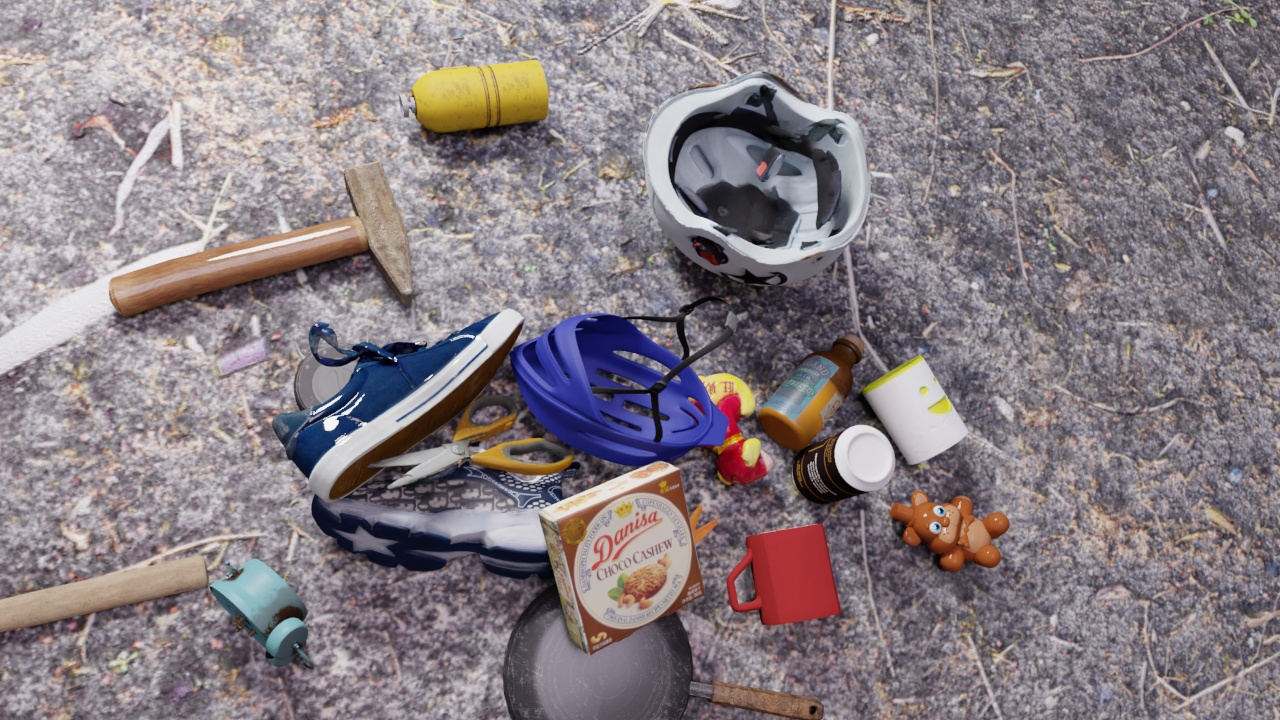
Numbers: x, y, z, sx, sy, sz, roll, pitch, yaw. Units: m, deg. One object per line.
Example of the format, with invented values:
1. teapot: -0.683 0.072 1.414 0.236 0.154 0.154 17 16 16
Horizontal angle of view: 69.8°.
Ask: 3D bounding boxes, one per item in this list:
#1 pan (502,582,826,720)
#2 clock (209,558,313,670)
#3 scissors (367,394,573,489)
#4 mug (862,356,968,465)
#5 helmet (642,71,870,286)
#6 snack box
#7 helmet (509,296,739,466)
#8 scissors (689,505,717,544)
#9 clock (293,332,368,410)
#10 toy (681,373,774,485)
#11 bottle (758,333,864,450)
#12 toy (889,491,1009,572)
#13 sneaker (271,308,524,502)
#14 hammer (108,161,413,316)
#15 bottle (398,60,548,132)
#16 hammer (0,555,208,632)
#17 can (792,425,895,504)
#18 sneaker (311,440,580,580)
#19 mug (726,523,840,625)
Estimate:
1. pan: 0.035 0.338 0.957 0.357 0.040 0.207 13 74 -9
2. clock: -0.346 0.240 0.857 0.124 0.090 0.053 44 58 1
3. scissors: -0.160 0.094 0.908 0.166 0.016 0.224 31 27 13
4. mug: 0.329 0.060 1.100 0.082 0.083 0.106 -30 85 -21
5. helmet: 0.122 -0.194 1.073 0.264 0.164 0.236 15 67 -4
6. snack box: -0.015 0.192 0.909 0.143 0.041 0.147 -19 105 -28
7. helmet: -0.005 0.006 0.947 0.241 0.228 0.147 28 43 -6
8. scissors: 0.031 0.205 1.013 0.084 0.012 0.132 34 69 -6
9. clock: -0.309 0.034 0.949 0.091 0.044 0.122 -9 79 -20
10. toy: 0.091 0.078 1.042 0.105 0.067 0.137 -20 72 -13
11. bottle: 0.210 0.030 1.083 0.068 0.068 0.156 44 68 0
12. toy: 0.361 0.196 1.081 0.127 0.065 0.094 21 66 -3
13. sneaker: -0.240 0.008 0.918 0.127 0.121 0.293 42 49 9
14. hammer: -0.396 -0.102 0.969 0.300 0.037 0.158 -18 80 -19
15. bottle: -0.196 -0.306 1.067 0.163 0.071 0.071 -13 78 -19
16. hammer: -0.574 0.230 0.835 0.330 0.031 0.119 -10 78 -21
17. can: 0.225 0.119 1.028 0.072 0.129 0.071 4 73 -15
18. sneaker: -0.190 0.139 0.938 0.269 0.103 0.132 10 57 -13
19. mug: 0.151 0.236 1.002 0.116 0.081 0.096 -7 76 -10
